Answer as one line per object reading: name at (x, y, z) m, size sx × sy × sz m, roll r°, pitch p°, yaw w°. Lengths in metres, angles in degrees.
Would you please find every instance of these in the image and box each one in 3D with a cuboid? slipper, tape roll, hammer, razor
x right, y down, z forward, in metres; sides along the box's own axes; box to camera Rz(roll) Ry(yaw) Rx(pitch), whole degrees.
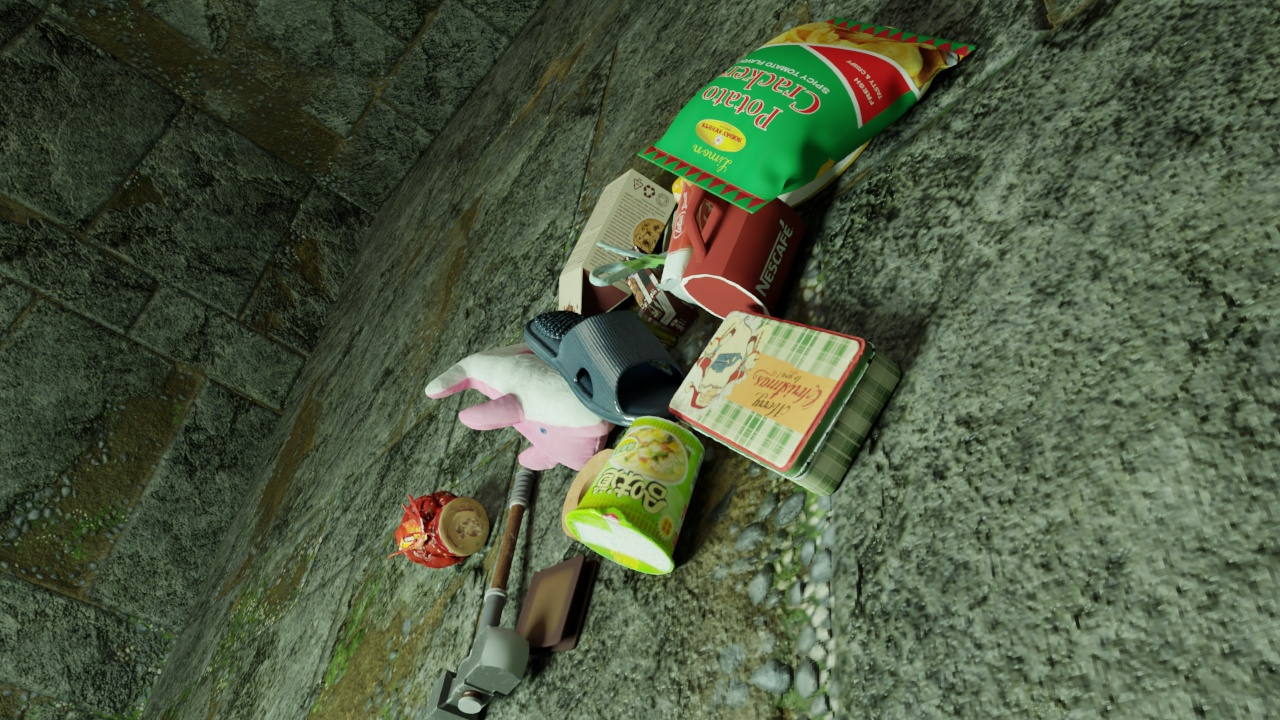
slipper at (-0.034, -0.017, 0.914) m, size 0.264 × 0.101 × 0.083 m, roll 35°, pitch 128°, yaw 50°
tape roll at (-0.038, 0.134, 0.894) m, size 0.094 × 0.027 × 0.093 m, roll -43°, pitch 29°, yaw 30°
hammer at (-0.146, 0.220, 0.976) m, size 0.156 × 0.043 × 0.321 m, roll -50°, pitch 20°, yaw 35°
razor at (-0.006, 0.006, 0.985) m, size 0.106 × 0.042 × 0.026 m, roll -56°, pitch 25°, yaw 26°

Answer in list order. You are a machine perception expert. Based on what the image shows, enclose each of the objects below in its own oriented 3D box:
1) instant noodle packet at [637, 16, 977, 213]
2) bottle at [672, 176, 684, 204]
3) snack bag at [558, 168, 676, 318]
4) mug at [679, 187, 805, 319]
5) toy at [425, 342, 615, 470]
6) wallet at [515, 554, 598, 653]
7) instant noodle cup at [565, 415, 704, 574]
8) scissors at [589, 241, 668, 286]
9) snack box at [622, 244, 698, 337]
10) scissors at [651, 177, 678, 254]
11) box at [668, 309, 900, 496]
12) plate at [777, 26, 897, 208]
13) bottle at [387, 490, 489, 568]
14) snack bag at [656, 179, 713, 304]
instant noodle packet at (0.144, -0.236, 0.842) m, size 0.252 × 0.090 × 0.195 m, roll -37°, pitch 39°, yaw -9°
bottle at (0.083, -0.216, 1.029) m, size 0.108 × 0.063 × 0.063 m, roll -61°, pitch 24°, yaw 2°
snack bag at (-0.043, -0.121, 1.133) m, size 0.206 × 0.070 × 0.094 m, roll -64°, pitch 17°, yaw -12°
mug at (0.083, -0.104, 0.840) m, size 0.081 × 0.116 × 0.096 m, roll -4°, pitch 57°, yaw 55°
toy at (-0.115, 0.057, 1.010) m, size 0.186 × 0.128 × 0.266 m, roll -25°, pitch 30°, yaw -32°
wallet at (-0.087, 0.239, 0.881) m, size 0.116 × 0.018 × 0.091 m, roll -31°, pitch 36°, yaw 51°
instant noodle cup at (0.003, 0.111, 0.779) m, size 0.099 × 0.099 × 0.107 m, roll -21°, pitch 35°, yaw 53°
scissors at (0.013, -0.109, 0.987) m, size 0.172 × 0.021 × 0.171 m, roll 18°, pitch 37°, yaw 36°
snack box at (0.018, -0.079, 1.010) m, size 0.032 × 0.051 × 0.140 m, roll -51°, pitch 25°, yaw 14°
scissors at (0.035, -0.174, 1.134) m, size 0.133 × 0.012 × 0.169 m, roll -53°, pitch 25°, yaw 10°
box at (0.106, 0.024, 0.732) m, size 0.117 × 0.050 × 0.205 m, roll -60°, pitch 26°, yaw -1°
plate at (0.179, -0.252, 0.949) m, size 0.230 × 0.021 × 0.229 m, roll -43°, pitch 29°, yaw 30°
bottle at (-0.249, 0.206, 1.115) m, size 0.111 × 0.099 × 0.098 m, roll -18°, pitch 46°, yaw 46°
snack bag at (0.077, -0.162, 0.933) m, size 0.041 × 0.077 × 0.224 m, roll -23°, pitch 50°, yaw 54°
